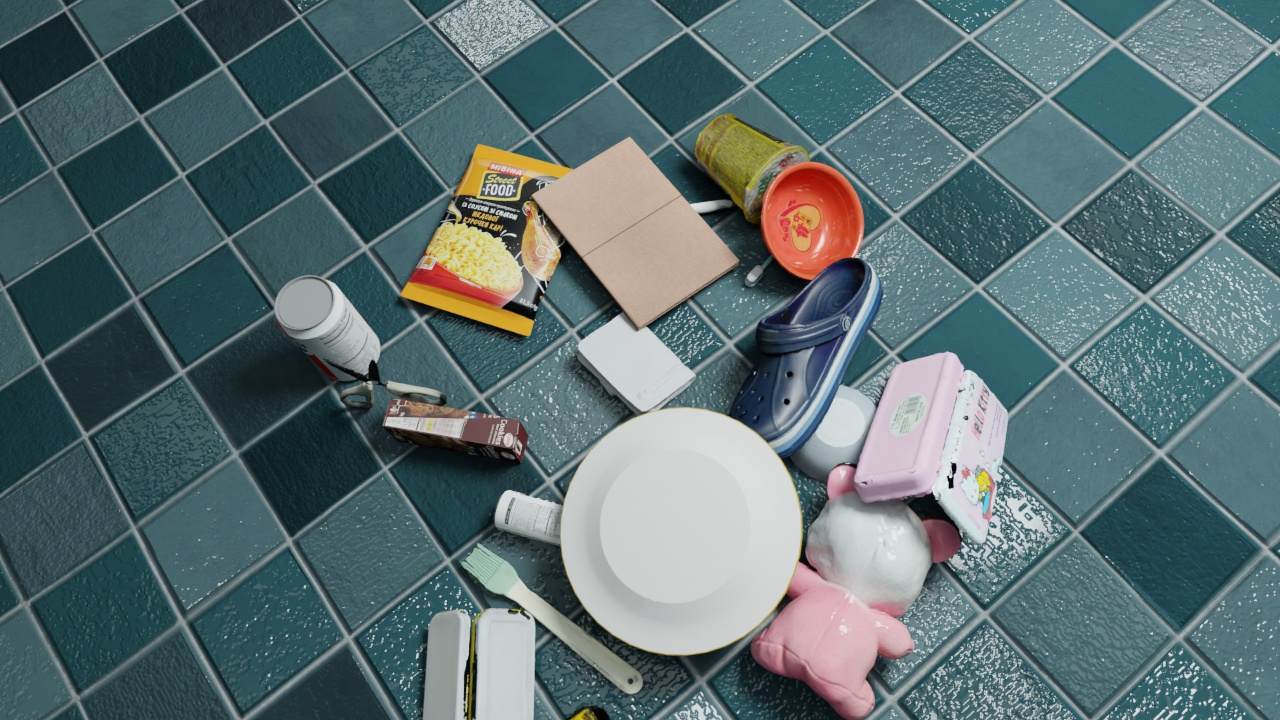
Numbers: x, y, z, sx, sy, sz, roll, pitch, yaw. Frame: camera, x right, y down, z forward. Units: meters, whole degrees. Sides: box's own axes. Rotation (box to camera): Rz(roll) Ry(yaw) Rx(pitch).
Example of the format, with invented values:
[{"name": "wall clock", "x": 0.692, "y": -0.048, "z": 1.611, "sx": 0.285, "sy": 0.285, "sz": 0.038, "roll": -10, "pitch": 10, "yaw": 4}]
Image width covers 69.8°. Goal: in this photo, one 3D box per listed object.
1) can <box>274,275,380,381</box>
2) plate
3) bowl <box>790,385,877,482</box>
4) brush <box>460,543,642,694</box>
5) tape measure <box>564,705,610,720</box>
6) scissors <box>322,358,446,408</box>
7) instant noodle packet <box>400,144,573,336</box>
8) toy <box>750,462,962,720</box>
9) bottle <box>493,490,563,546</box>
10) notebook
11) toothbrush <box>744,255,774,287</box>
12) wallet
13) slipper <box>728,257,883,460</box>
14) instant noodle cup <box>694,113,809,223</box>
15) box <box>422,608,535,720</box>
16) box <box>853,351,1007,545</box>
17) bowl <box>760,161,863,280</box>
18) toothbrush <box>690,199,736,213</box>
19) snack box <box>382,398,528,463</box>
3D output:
[{"name": "can", "x": -0.333, "y": -0.033, "z": 0.982, "sx": 0.070, "sy": 0.132, "sz": 0.070, "roll": -2, "pitch": 67, "yaw": 4}, {"name": "plate", "x": 0.033, "y": 0.153, "z": 0.849, "sx": 0.230, "sy": 0.021, "sz": 0.229, "roll": -4, "pitch": 72, "yaw": 13}, {"name": "bowl", "x": 0.201, "y": 0.070, "z": 0.942, "sx": 0.106, "sy": 0.039, "sz": 0.106, "roll": -2, "pitch": 67, "yaw": 4}, {"name": "brush", "x": -0.087, "y": 0.255, "z": 0.904, "sx": 0.218, "sy": 0.012, "sz": 0.033, "roll": 34, "pitch": 74, "yaw": 16}, {"name": "tape measure", "x": -0.060, "y": 0.342, "z": 0.837, "sx": 0.062, "sy": 0.067, "sz": 0.038, "roll": -35, "pitch": 70, "yaw": 0}, {"name": "scissors", "x": -0.270, "y": 0.027, "z": 0.953, "sx": 0.169, "sy": 0.158, "sz": 0.012, "roll": 17, "pitch": 64, "yaw": -37}, {"name": "instant noodle packet", "x": -0.162, "y": -0.146, "z": 1.070, "sx": 0.160, "sy": 0.032, "sz": 0.220, "roll": 17, "pitch": 69, "yaw": 11}, {"name": "toy", "x": 0.199, "y": 0.212, "z": 0.857, "sx": 0.142, "sy": 0.084, "sz": 0.212, "roll": 28, "pitch": 72, "yaw": 23}, {"name": "bottle", "x": -0.087, "y": 0.164, "z": 0.926, "sx": 0.116, "sy": 0.041, "sz": 0.041, "roll": 13, "pitch": 68, "yaw": 10}, {"name": "notebook", "x": -0.008, "y": -0.149, "z": 1.046, "sx": 0.141, "sy": 0.008, "sz": 0.209, "roll": -34, "pitch": 71, "yaw": -14}, {"name": "toothbrush", "x": 0.179, "y": -0.150, "z": 1.052, "sx": 0.016, "sy": 0.017, "sz": 0.180, "roll": 39, "pitch": 74, "yaw": 12}, {"name": "wallet", "x": -0.006, "y": 0.006, "z": 0.996, "sx": 0.086, "sy": 0.032, "sz": 0.116, "roll": -33, "pitch": 65, "yaw": -21}, {"name": "slipper", "x": 0.155, "y": -0.014, "z": 0.935, "sx": 0.105, "sy": 0.095, "sz": 0.252, "roll": 8, "pitch": 56, "yaw": 50}, {"name": "instant noodle cup", "x": 0.121, "y": -0.226, "z": 1.051, "sx": 0.102, "sy": 0.102, "sz": 0.108, "roll": -39, "pitch": 60, "yaw": -11}, {"name": "box", "x": -0.154, "y": 0.343, "z": 0.864, "sx": 0.084, "sy": 0.080, "sz": 0.210, "roll": 13, "pitch": 65, "yaw": -34}, {"name": "box", "x": 0.289, "y": 0.087, "z": 0.892, "sx": 0.101, "sy": 0.103, "sz": 0.200, "roll": -19, "pitch": 24, "yaw": 38}, {"name": "bowl", "x": 0.181, "y": -0.151, "z": 1.017, "sx": 0.130, "sy": 0.045, "sz": 0.130, "roll": 0, "pitch": 89, "yaw": -22}, {"name": "toothbrush", "x": 0.019, "y": -0.168, "z": 1.074, "sx": 0.189, "sy": 0.016, "sz": 0.017, "roll": -9, "pitch": 76, "yaw": 2}, {"name": "snack box", "x": -0.194, "y": 0.074, "z": 0.968, "sx": 0.141, "sy": 0.051, "sz": 0.031, "roll": 9, "pitch": 68, "yaw": 9}]
